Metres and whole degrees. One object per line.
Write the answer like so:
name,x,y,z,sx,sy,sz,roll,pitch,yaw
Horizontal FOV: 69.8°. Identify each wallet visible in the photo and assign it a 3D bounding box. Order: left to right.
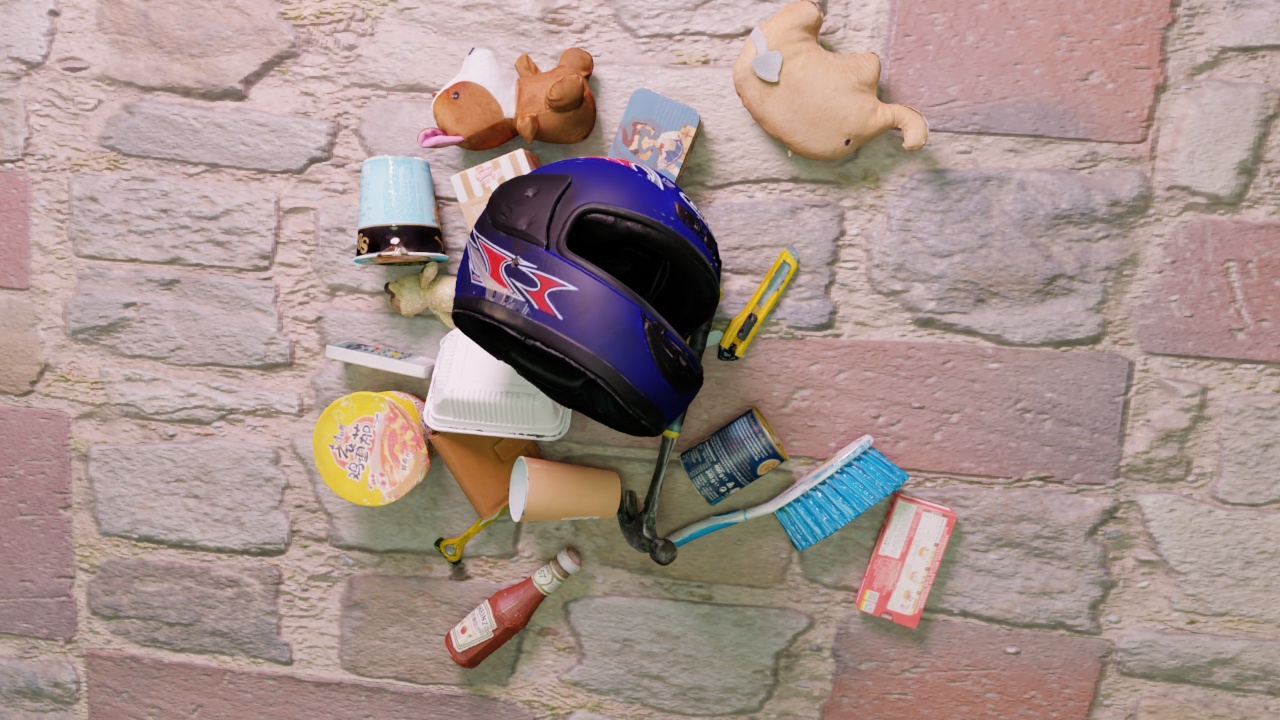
wallet,-0.182,0.114,1.122,0.107,0.031,0.132,-35,114,-19

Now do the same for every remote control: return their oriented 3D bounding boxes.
remote control,-0.318,-0.002,1.141,0.135,0.056,0.019,12,99,6

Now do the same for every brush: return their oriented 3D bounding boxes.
brush,0.164,0.188,1.113,0.315,0.060,0.109,-37,87,13

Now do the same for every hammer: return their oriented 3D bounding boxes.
hammer,0.038,0.068,1.086,0.031,0.126,0.323,12,94,-31

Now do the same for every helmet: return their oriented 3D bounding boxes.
helmet,-0.035,-0.081,0.925,0.240,0.316,0.247,-56,132,-11

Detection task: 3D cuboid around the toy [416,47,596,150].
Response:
toy,-0.153,-0.296,1.047,0.200,0.139,0.130,-9,124,12

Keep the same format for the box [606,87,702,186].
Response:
box,0.002,-0.217,1.067,0.090,0.061,0.184,21,99,4

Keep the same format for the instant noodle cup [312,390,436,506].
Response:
instant noodle cup,-0.314,0.098,1.127,0.138,0.109,0.138,1,98,7

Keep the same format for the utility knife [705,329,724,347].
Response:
utility knife,-0.007,0.007,1.121,0.236,0.018,0.034,-18,107,7

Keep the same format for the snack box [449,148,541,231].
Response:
snack box,-0.156,-0.187,1.082,0.093,0.077,0.094,-19,96,9

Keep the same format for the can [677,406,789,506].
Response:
can,0.110,0.115,1.094,0.111,0.075,0.075,-34,93,11

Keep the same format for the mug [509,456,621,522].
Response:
mug,-0.090,0.159,1.109,0.122,0.078,0.078,7,100,-21

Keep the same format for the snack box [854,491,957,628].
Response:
snack box,0.320,0.242,1.111,0.075,0.025,0.153,17,100,3

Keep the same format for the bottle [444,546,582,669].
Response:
bottle,-0.159,0.311,1.164,0.206,0.059,0.060,-41,92,11

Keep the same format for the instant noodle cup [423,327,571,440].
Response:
instant noodle cup,-0.165,0.018,1.082,0.173,0.060,0.137,4,59,3

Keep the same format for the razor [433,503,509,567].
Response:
razor,-0.205,0.210,1.174,0.133,0.028,0.043,-41,88,9

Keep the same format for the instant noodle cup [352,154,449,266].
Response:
instant noodle cup,-0.287,-0.178,1.091,0.111,0.111,0.120,-2,90,7

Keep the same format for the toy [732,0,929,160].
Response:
toy,0.208,-0.289,1.021,0.226,0.082,0.144,38,109,-2

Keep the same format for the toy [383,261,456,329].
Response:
toy,-0.229,-0.088,1.120,0.157,0.066,0.105,-9,139,4

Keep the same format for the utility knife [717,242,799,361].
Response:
utility knife,0.141,-0.067,1.092,0.033,0.015,0.164,30,100,-7
